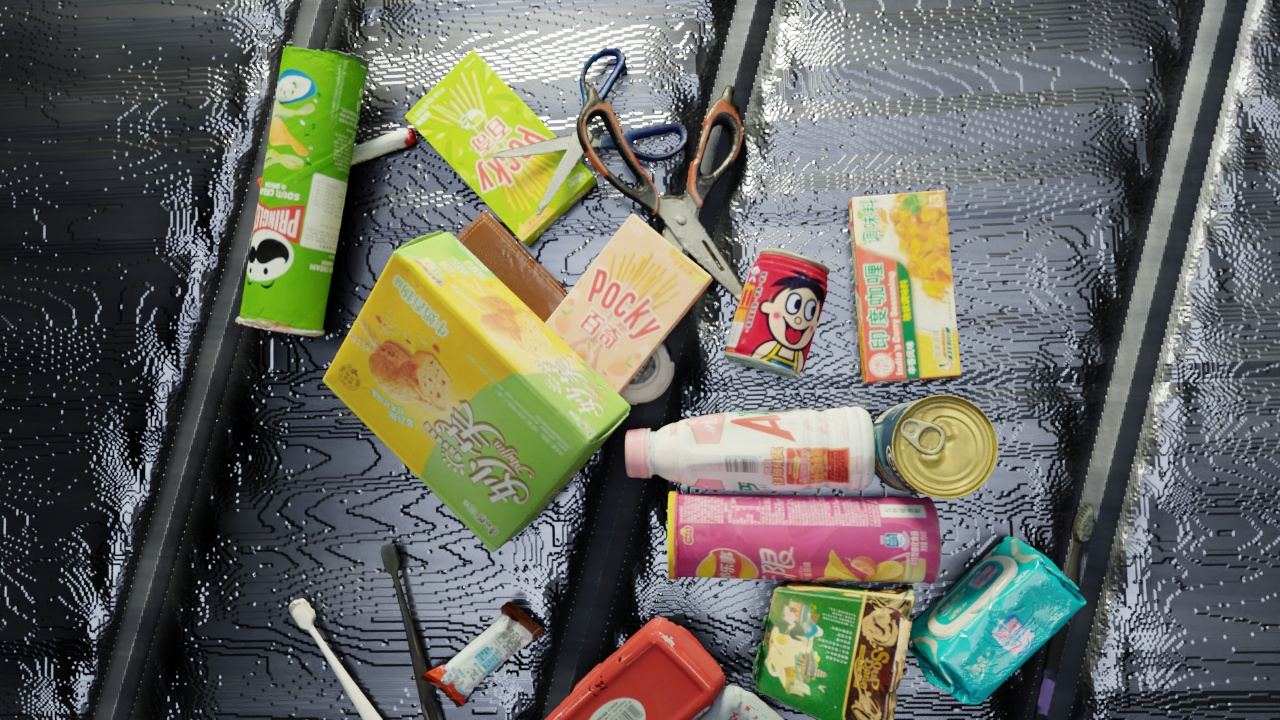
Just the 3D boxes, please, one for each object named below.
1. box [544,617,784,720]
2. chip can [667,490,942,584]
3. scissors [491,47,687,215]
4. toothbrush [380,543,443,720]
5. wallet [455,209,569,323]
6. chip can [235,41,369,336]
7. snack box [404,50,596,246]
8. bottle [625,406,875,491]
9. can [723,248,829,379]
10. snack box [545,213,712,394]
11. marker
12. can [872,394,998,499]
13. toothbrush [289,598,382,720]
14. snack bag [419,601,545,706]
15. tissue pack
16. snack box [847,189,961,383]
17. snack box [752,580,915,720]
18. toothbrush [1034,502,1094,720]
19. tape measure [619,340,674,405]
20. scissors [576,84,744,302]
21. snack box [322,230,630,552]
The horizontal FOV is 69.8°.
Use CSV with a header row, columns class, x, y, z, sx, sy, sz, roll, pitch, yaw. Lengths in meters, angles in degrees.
class,x,y,z,sx,sy,sz,roll,pitch,yaw
box,0.010,0.309,0.720,0.158,0.039,0.201,43,114,6
chip can,0.127,0.143,0.738,0.210,0.071,0.071,1,86,4
scissors,-0.040,-0.196,0.783,0.162,0.012,0.174,9,75,-7
toothbrush,-0.193,0.244,0.784,0.015,0.018,0.181,-15,88,-11
wallet,-0.127,-0.053,0.790,0.101,0.032,0.124,-45,84,4
chip can,-0.283,-0.141,0.772,0.072,0.072,0.236,12,94,5
snack box,-0.121,-0.184,0.798,0.086,0.026,0.156,-43,85,1
bottle,0.087,0.074,0.748,0.197,0.068,0.068,-2,86,6
can,0.113,-0.038,0.752,0.066,0.066,0.093,17,88,5
snack box,-0.022,-0.032,0.745,0.084,0.026,0.157,40,96,8
marker,-0.269,-0.177,0.814,0.145,0.017,0.017,-18,85,3
can,0.223,0.068,0.716,0.075,0.111,0.075,0,84,4
toothbrush,-0.246,0.281,0.787,0.016,0.016,0.180,-35,87,3
snack bag,-0.132,0.248,0.772,0.104,0.026,0.048,-44,107,0
tissue pack,0.269,0.201,0.713,0.133,0.093,0.050,-44,89,0
snack box,0.219,-0.061,0.765,0.077,0.027,0.155,-4,86,5
snack box,0.151,0.225,0.720,0.106,0.117,0.118,12,85,17
toothbrush,0.345,0.208,0.746,0.014,0.016,0.189,13,89,5
tape measure,-0.005,0.005,0.775,0.066,0.033,0.066,-43,82,3
scissors,0.026,-0.138,0.773,0.189,0.015,0.225,18,83,-12
snack box,-0.135,0.026,0.730,0.210,0.069,0.158,44,123,6
